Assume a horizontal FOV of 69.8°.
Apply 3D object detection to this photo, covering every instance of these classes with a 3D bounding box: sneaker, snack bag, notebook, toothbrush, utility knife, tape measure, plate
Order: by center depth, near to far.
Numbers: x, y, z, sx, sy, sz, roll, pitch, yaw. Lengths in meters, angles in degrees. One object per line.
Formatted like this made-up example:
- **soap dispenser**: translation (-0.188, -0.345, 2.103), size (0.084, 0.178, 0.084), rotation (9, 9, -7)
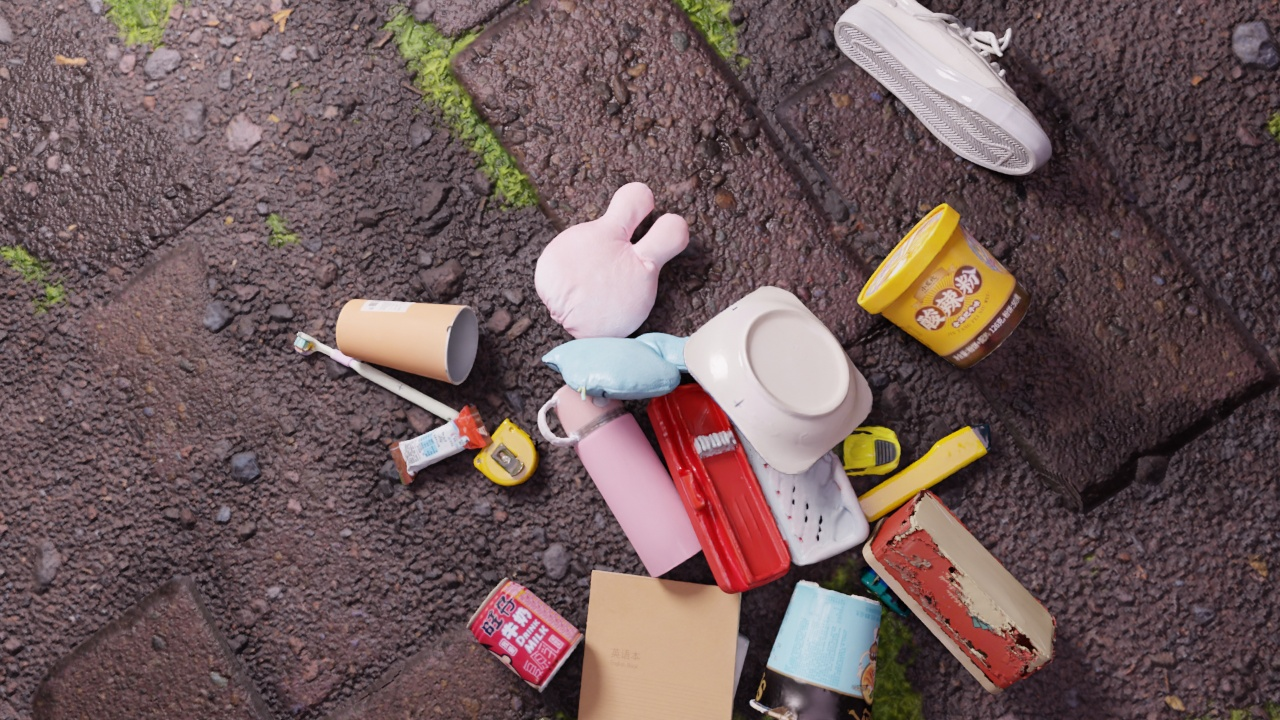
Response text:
- **plate**: translation (0.137, 0.008, 0.845), size (0.163, 0.034, 0.164), rotation (-34, 81, -35)
- **tape measure**: translation (0.228, 0.213, 0.846), size (0.054, 0.058, 0.025), rotation (43, 89, 4)
- **notebook**: translation (0.014, 0.313, 0.862), size (0.150, 0.012, 0.211), rotation (3, 82, 18)
- **utility knife**: translation (0.268, 0.106, 0.874), size (0.154, 0.015, 0.033), rotation (-32, 76, 2)
- **sneaker**: translation (0.305, -0.277, 0.880), size (0.090, 0.089, 0.242), rotation (-44, 76, -5)
- **tape measure**: translation (-0.130, 0.095, 0.906), size (0.057, 0.029, 0.060), rotation (39, 89, 7)
- **snack bag**: translation (-0.200, 0.083, 0.909), size (0.104, 0.026, 0.048), rotation (-29, 77, 16)
- **toothbrush**: translation (-0.267, 0.020, 0.932), size (0.189, 0.029, 0.020), rotation (25, 46, 6)

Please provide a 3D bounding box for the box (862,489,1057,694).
- **box**: translation (0.289, 0.198, 0.814), size (0.168, 0.091, 0.078), rotation (46, 119, 8)

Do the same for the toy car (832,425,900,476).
- **toy car**: translation (0.194, 0.087, 0.875), size (0.105, 0.032, 0.048), rotation (-3, 84, 7)

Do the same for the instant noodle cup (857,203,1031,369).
- **instant noodle cup**: translation (0.282, -0.062, 0.845), size (0.114, 0.118, 0.118), rotation (40, 89, 0)

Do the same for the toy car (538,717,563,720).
- **toy car**: translation (-0.124, 0.370, 0.864), size (0.121, 0.054, 0.036), rotation (-18, 81, 3)

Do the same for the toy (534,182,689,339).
- **toy**: translation (-0.027, -0.094, 0.903), size (0.121, 0.054, 0.159), rotation (44, 90, 1)

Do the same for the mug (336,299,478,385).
- **mug**: translation (-0.232, -0.024, 0.907), size (0.123, 0.078, 0.078), rotation (9, 85, 10)

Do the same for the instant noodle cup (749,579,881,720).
- **instant noodle cup**: translation (0.166, 0.266, 0.827), size (0.111, 0.111, 0.120), rotation (15, 79, 7)

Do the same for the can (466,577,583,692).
- **can**: translation (-0.109, 0.258, 0.868), size (0.094, 0.066, 0.066), rotation (37, 88, 8)

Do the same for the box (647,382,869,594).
- **box**: translation (0.106, 0.102, 0.860), size (0.159, 0.065, 0.201), rotation (-20, 73, -9)

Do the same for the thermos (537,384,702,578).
- **thermos**: translation (-0.020, 0.109, 0.869), size (0.087, 0.067, 0.198), rotation (-28, 82, -35)

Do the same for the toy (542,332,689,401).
- **toy**: translation (-0.005, 0.005, 0.848), size (0.161, 0.156, 0.050), rotation (11, 112, 16)

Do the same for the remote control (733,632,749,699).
- **remote control**: translation (0.060, 0.319, 0.869), size (0.056, 0.019, 0.135), rotation (14, 86, 7)
